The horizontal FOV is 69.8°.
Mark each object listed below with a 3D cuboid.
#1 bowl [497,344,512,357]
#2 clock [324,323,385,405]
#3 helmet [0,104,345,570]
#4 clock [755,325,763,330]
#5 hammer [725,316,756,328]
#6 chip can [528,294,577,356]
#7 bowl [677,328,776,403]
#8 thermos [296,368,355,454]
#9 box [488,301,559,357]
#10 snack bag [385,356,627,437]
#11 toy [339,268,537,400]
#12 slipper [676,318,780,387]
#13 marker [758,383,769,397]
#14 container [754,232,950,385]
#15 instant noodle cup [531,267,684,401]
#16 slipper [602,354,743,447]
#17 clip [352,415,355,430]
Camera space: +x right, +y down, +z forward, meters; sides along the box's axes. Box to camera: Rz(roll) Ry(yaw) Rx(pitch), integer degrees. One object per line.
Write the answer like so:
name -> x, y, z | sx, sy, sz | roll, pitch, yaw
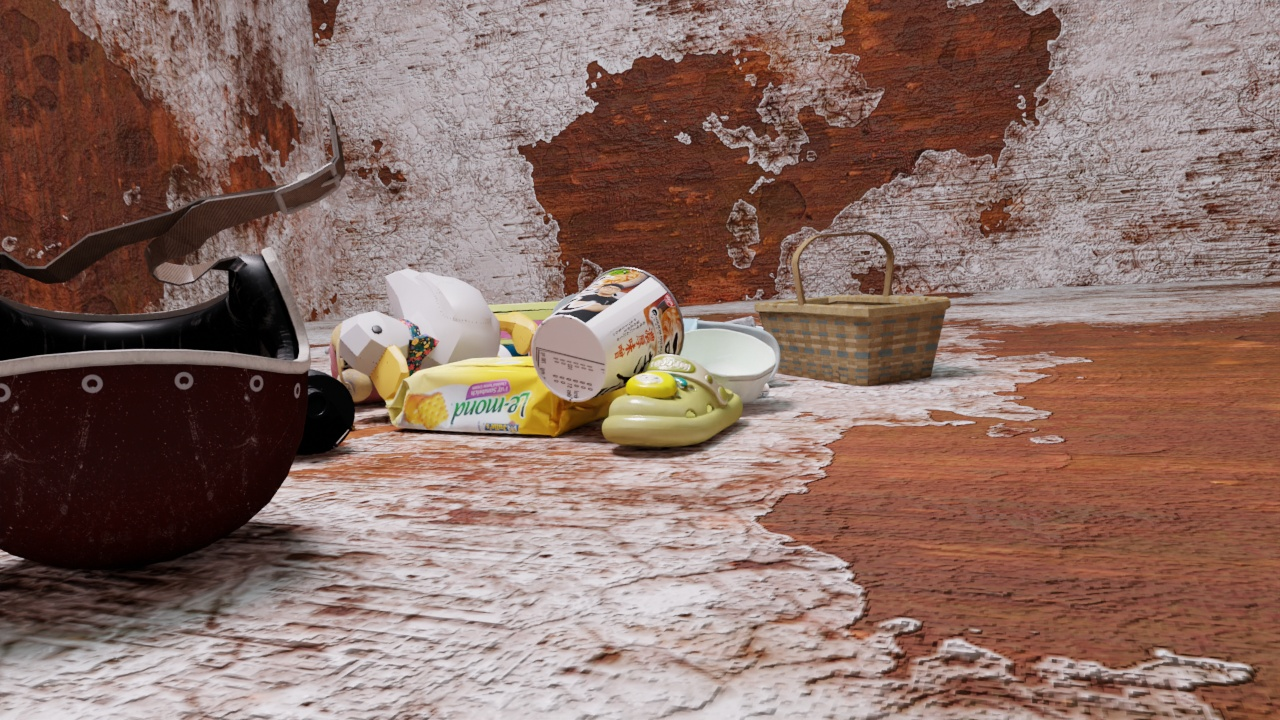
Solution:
bowl -> -0.258, -0.005, 1.453 | 0.118, 0.062, 0.118 | -4, 7, 0
clock -> -0.371, 0.003, 1.209 | 0.081, 0.117, 0.159 | -7, -1, 4
helmet -> -0.319, 0.001, 0.583 | 0.233, 0.253, 0.235 | -2, -20, -33
clock -> 0.162, -0.017, 1.355 | 0.083, 0.057, 0.118 | -8, 15, -32
hammer -> -0.007, 0.007, 1.253 | 0.300, 0.037, 0.218 | -13, -6, -12
chip can -> -0.100, -0.028, 1.233 | 0.075, 0.075, 0.215 | -5, -8, -15
bowl -> 0.088, 0.015, 1.020 | 0.117, 0.061, 0.117 | 5, 27, -3
thermos -> -0.364, 0.049, 0.942 | 0.086, 0.086, 0.199 | -10, 9, -42
box -> -0.167, -0.048, 1.571 | 0.221, 0.082, 0.124 | -6, -14, -2
snack bag -> -0.140, 0.035, 1.019 | 0.248, 0.068, 0.159 | 0, 6, 27
toy -> -0.268, -0.034, 1.170 | 0.267, 0.141, 0.246 | 10, 35, -44
slipper -> 0.062, -0.004, 1.112 | 0.245, 0.104, 0.074 | -1, 2, -18
marker -> 0.082, 0.041, 1.057 | 0.145, 0.017, 0.017 | -6, 7, -23
container -> 0.271, -0.074, 1.212 | 0.157, 0.186, 0.250 | -7, 7, -25
instant noodle cup -> -0.039, -0.019, 0.911 | 0.124, 0.124, 0.121 | 0, 18, 31
slipper -> 0.038, 0.035, 0.875 | 0.092, 0.081, 0.190 | 3, 7, 31
clip -> -0.345, 0.065, 1.044 | 0.050, 0.044, 0.053 | -29, -11, 35
